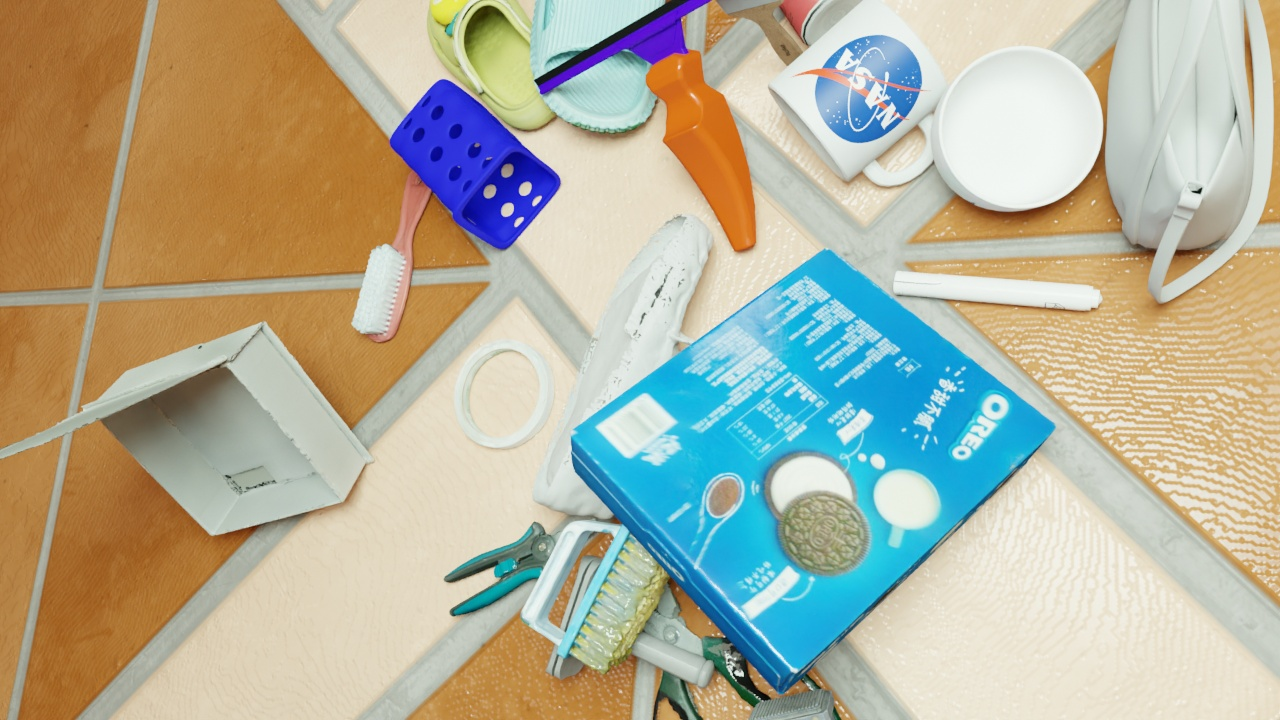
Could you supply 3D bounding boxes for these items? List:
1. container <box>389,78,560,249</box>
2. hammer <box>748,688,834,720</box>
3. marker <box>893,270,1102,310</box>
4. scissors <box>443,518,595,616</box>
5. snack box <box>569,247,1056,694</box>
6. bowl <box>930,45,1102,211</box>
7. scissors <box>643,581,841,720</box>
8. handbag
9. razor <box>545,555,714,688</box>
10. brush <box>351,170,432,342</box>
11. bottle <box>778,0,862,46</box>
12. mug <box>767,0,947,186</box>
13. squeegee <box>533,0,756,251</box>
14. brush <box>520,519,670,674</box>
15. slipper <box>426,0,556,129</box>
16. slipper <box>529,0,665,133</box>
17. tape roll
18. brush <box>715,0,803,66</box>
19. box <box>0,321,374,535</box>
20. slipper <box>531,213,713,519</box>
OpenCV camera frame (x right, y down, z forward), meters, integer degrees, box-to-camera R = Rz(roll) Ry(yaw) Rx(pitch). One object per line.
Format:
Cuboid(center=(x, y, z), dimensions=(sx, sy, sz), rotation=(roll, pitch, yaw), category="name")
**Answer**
Cuboid(center=(-0.144, -0.171, 0.793), dimensions=(0.084, 0.085, 0.113), rotation=(-48, 63, 8), category="container")
Cuboid(center=(-0.013, 0.310, 0.625), dimensions=(0.322, 0.044, 0.098), rotation=(-19, 85, 16), category="hammer")
Cuboid(center=(0.240, -0.048, 0.624), dimensions=(0.134, 0.020, 0.017), rotation=(8, 78, 26), category="marker")
Cuboid(center=(-0.096, 0.167, 0.730), dimensions=(0.129, 0.019, 0.138), rotation=(18, 79, 33), category="scissors")
Cuboid(center=(0.106, 0.055, 0.583), dimensions=(0.238, 0.056, 0.195), rotation=(-35, 62, -21), category="snack box")
Cuboid(center=(0.246, -0.151, 0.615), dimensions=(0.105, 0.054, 0.105), rotation=(0, 92, 4), category="bowl")
Cuboid(center=(0.028, 0.239, 0.662), dimensions=(0.209, 0.015, 0.155), rotation=(36, 96, 27), category="scissors")
Cuboid(center=(0.311, -0.156, 0.503), dimensions=(0.096, 0.222, 0.215), rotation=(0, 79, 26), category="handbag")
Cuboid(center=(-0.003, 0.202, 0.656), dimensions=(0.116, 0.047, 0.088), rotation=(18, 89, 23), category="razor")
Cuboid(center=(-0.227, -0.102, 0.846), dimensions=(0.041, 0.030, 0.172), rotation=(10, 83, 26), category="brush")
Cuboid(center=(0.114, -0.329, 0.722), dimensions=(0.062, 0.062, 0.176), rotation=(-32, 67, 15), category="bottle")
Cuboid(center=(0.164, -0.181, 0.659), dimensions=(0.090, 0.091, 0.121), rotation=(-40, 100, 12), category="mug")
Cuboid(center=(0.046, -0.170, 0.689), dimensions=(0.250, 0.055, 0.185), rotation=(-11, 108, 45), category="squeegee")
Cuboid(center=(-0.018, 0.134, 0.618), dimensions=(0.075, 0.055, 0.136), rotation=(28, 92, 18), category="brush")
Cuboid(center=(-0.140, -0.285, 0.820), dimensions=(0.092, 0.081, 0.190), rotation=(-44, 67, 12), category="slipper")
Cuboid(center=(-0.033, -0.324, 0.771), dimensions=(0.116, 0.069, 0.275), rotation=(3, 76, 2), category="slipper")
Cuboid(center=(-0.116, 0.028, 0.774), dimensions=(0.093, 0.013, 0.093), rotation=(-6, 76, 23), category="tape roll")
Cuboid(center=(0.094, -0.245, 0.666), dimensions=(0.045, 0.143, 0.008), rotation=(-3, 75, 32), category="brush")
Cuboid(center=(-0.420, 0.018, 0.643), dimensions=(0.167, 0.506, 0.148), rotation=(-17, 68, 21), category="box")
Cuboid(center=(-0.004, 0.004, 0.696), dimensions=(0.112, 0.074, 0.246), rotation=(15, 82, 58), category="slipper")
